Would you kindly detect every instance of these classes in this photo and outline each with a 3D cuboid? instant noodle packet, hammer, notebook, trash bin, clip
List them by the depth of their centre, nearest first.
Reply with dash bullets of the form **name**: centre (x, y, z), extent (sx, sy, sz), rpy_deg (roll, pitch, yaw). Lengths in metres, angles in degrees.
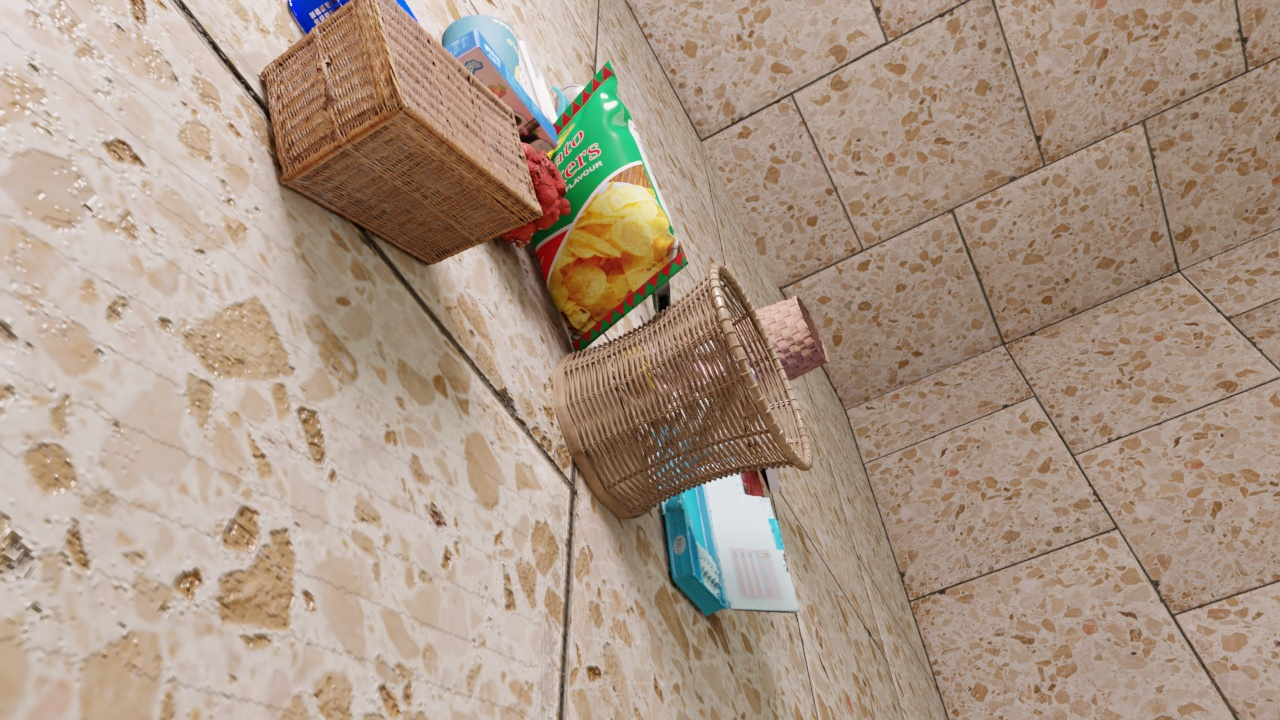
- **instant noodle packet**: centre (-0.053, -0.162, 0.996), extent (0.090, 0.196, 0.252), rpy_deg (-1, 64, -43)
- **clip**: centre (-0.101, -0.330, 1.261), extent (0.126, 0.113, 0.028), rpy_deg (58, 8, 26)
- **notebook**: centre (0.155, 0.072, 1.315), extent (0.209, 0.022, 0.172), rpy_deg (-103, 178, -76)
- **hammer**: centre (-0.006, -0.202, 1.442), extent (0.132, 0.033, 0.330), rpy_deg (85, -11, -49)
- **trash bin**: centre (0.179, -0.009, 1.471), extent (0.151, 0.210, 0.151), rpy_deg (56, 18, -29)

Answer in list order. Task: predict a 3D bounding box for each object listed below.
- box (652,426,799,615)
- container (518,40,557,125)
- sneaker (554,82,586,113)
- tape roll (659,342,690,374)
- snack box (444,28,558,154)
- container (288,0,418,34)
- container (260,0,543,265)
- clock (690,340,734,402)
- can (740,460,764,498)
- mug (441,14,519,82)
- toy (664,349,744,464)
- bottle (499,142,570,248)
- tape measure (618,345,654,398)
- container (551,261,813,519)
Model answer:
- **box**: centre (0.089, 0.199, 1.109), extent (0.180, 0.074, 0.226), rpy_deg (28, 34, -28)
- **container**: centre (-0.144, -0.330, 1.171), extent (0.081, 0.049, 0.129), rpy_deg (53, 17, -69)
- **sneaker**: centre (-0.073, -0.298, 1.316), extent (0.119, 0.095, 0.234), rpy_deg (-6, 79, -74)
- **tape roll**: centre (0.060, 0.021, 1.367), extent (0.094, 0.030, 0.093), rpy_deg (57, 17, -29)
- **snack box**: centre (-0.161, -0.259, 0.949), extent (0.154, 0.088, 0.033), rpy_deg (46, 24, -50)
- **container**: centre (-0.240, -0.296, 0.793), extent (0.096, 0.058, 0.114), rpy_deg (58, 17, -25)
- **container**: centre (-0.177, -0.166, 0.699), extent (0.198, 0.113, 0.113), rpy_deg (33, 35, -63)
- **clock**: centre (0.100, 0.017, 1.328), extent (0.124, 0.044, 0.087), rpy_deg (57, 14, -62)
- **can**: centre (0.146, 0.215, 1.283), extent (0.067, 0.067, 0.170), rpy_deg (51, 21, -43)
- **mug**: centre (-0.173, -0.302, 1.014), extent (0.112, 0.084, 0.104), rpy_deg (97, -14, -60)
- **toy**: centre (0.077, 0.099, 1.237), extent (0.105, 0.131, 0.205), rpy_deg (-18, 92, -44)
- **bottle**: centre (-0.129, -0.177, 0.941), extent (0.111, 0.099, 0.098), rpy_deg (48, 20, -19)
- **tape measure**: centre (-0.007, 0.007, 1.163), extent (0.068, 0.030, 0.058), rpy_deg (61, 15, -22)
- **container**: centre (0.041, 0.042, 0.949), extent (0.227, 0.196, 0.226), rpy_deg (57, 17, -29)
